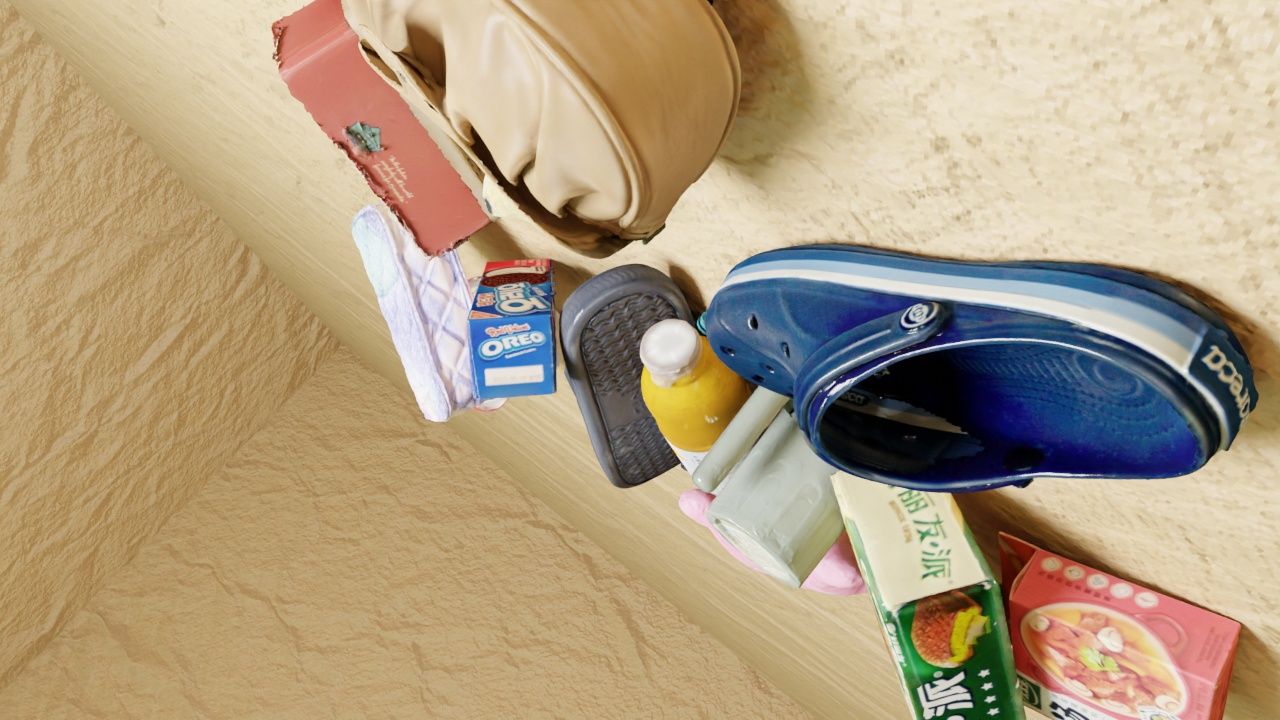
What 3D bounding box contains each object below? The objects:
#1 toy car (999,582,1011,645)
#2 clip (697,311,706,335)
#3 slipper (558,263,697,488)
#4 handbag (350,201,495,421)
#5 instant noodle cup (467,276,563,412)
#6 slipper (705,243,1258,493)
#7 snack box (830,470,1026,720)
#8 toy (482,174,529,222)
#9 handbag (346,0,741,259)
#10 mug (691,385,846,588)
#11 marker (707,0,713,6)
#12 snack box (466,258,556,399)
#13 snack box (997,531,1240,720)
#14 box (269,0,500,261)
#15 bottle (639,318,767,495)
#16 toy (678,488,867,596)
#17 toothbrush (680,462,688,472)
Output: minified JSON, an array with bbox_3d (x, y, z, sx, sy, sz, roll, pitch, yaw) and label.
[{"bbox_3d":[0.271,0.182,0.603,0.105,0.031,0.049,32,148,25],"label":"toy car"},{"bbox_3d":[0.061,-0.012,0.612,0.055,0.013,0.038,40,165,-3],"label":"clip"},{"bbox_3d":[-0.004,0.004,0.688,0.268,0.110,0.083,73,170,-56],"label":"slipper"},{"bbox_3d":[-0.181,-0.045,0.795,0.134,0.075,0.194,-3,107,65],"label":"handbag"},{"bbox_3d":[-0.137,-0.019,0.914,0.124,0.116,0.116,-3,135,52],"label":"instant noodle cup"},{"bbox_3d":[0.118,0.013,0.397,0.105,0.095,0.253,51,159,-27],"label":"slipper"},{"bbox_3d":[0.186,0.177,0.573,0.114,0.063,0.240,-99,-13,-55],"label":"snack box"},{"bbox_3d":[-0.079,-0.126,0.532,0.157,0.066,0.105,49,169,47],"label":"toy"},{"bbox_3d":[-0.057,-0.133,0.385,0.204,0.099,0.148,44,167,19],"label":"handbag"},{"bbox_3d":[0.094,0.073,0.601,0.084,0.103,0.124,21,156,54],"label":"mug"},{"bbox_3d":[0.019,-0.143,0.338,0.018,0.015,0.124,45,168,12],"label":"marker"},{"bbox_3d":[-0.090,-0.030,0.674,0.207,0.058,0.057,-109,17,-72],"label":"snack box"},{"bbox_3d":[0.258,0.169,0.521,0.127,0.044,0.113,19,143,41],"label":"snack box"},{"bbox_3d":[-0.170,-0.151,0.603,0.168,0.079,0.091,57,-176,-43],"label":"box"},{"bbox_3d":[0.045,0.034,0.631,0.068,0.068,0.189,32,166,32],"label":"bottle"},{"bbox_3d":[0.137,0.146,0.752,0.195,0.074,0.178,20,-179,23],"label":"toy"},{"bbox_3d":[0.094,0.089,0.759,0.189,0.014,0.017,-3,121,52],"label":"toothbrush"}]
